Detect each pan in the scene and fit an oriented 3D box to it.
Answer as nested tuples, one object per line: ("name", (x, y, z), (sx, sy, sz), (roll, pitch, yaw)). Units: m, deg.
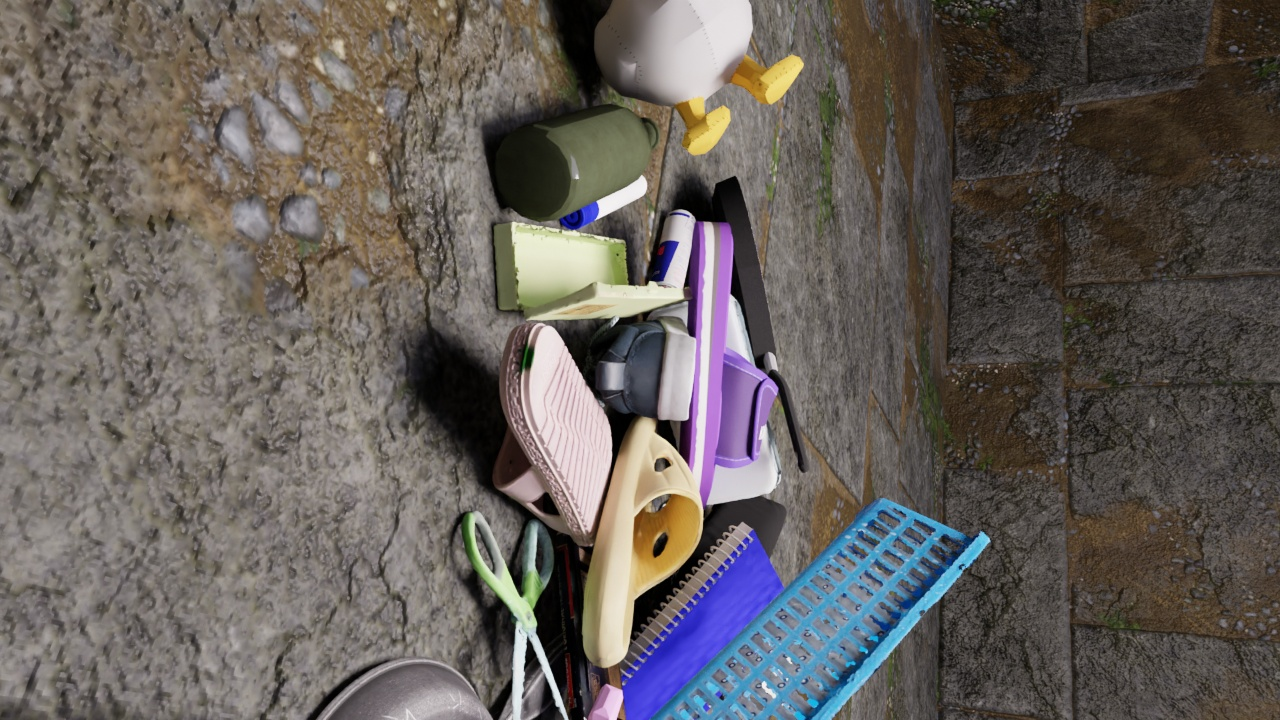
("pan", (0.122, -0.036, 0.970), (0.225, 0.034, 0.355), (72, 8, -54))
("pan", (-0.104, 0.259, 0.616), (0.355, 0.055, 0.187), (-20, 107, -59))

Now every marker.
("marker", (-0.031, -0.144, 0.811), (0.027, 0.023, 0.132), (60, 32, -7))

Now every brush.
("brush", (-0.055, 0.290, 0.601), (0.089, 0.043, 0.229), (-56, 162, -58))

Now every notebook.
("notebook", (0.048, 0.262, 0.829), (0.208, 0.022, 0.172), (-45, 137, -15))

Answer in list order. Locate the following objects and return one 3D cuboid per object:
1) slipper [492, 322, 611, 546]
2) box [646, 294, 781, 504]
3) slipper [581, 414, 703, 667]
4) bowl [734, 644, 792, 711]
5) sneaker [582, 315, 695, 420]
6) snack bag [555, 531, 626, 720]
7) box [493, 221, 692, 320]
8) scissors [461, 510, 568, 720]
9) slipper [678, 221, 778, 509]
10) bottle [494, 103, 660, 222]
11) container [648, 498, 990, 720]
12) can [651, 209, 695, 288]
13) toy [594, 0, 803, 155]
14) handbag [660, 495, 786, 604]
("slipper", (-0.071, 0.056, 0.669), (0.240, 0.064, 0.094), (74, 23, -55))
("box", (0.072, 0.040, 0.907), (0.083, 0.123, 0.215), (-17, 92, -39))
("slipper", (0.010, 0.144, 0.752), (0.260, 0.079, 0.111), (-72, 169, -60))
("bowl", (0.130, 0.343, 1.061), (0.118, 0.062, 0.118), (9, 80, -63))
("sneaker", (-0.005, 0.005, 0.777), (0.235, 0.087, 0.089), (-117, -147, -86))
("snack bag", (-0.038, 0.216, 0.724), (0.074, 0.018, 0.155), (47, 28, -51))
("box", (-0.039, -0.075, 0.744), (0.187, 0.092, 0.083), (-7, 77, -67))
("scissors", (-0.079, 0.179, 0.651), (0.159, 0.025, 0.171), (-48, 117, -75))
("slipper", (0.086, 0.010, 0.833), (0.107, 0.084, 0.266), (-102, -165, -80))
("bottle", (-0.037, -0.169, 0.746), (0.206, 0.072, 0.071), (-41, 125, -58))
("container", (0.104, 0.269, 0.748), (0.361, 0.089, 0.258), (-36, 158, -27))
("can", (0.034, -0.108, 0.930), (0.032, 0.032, 0.095), (52, 44, -51))
("toy", (0.010, -0.306, 0.776), (0.267, 0.141, 0.247), (53, -3, 3))
("handbag", (0.072, 0.208, 0.957), (0.153, 0.115, 0.125), (-42, 148, -61))
